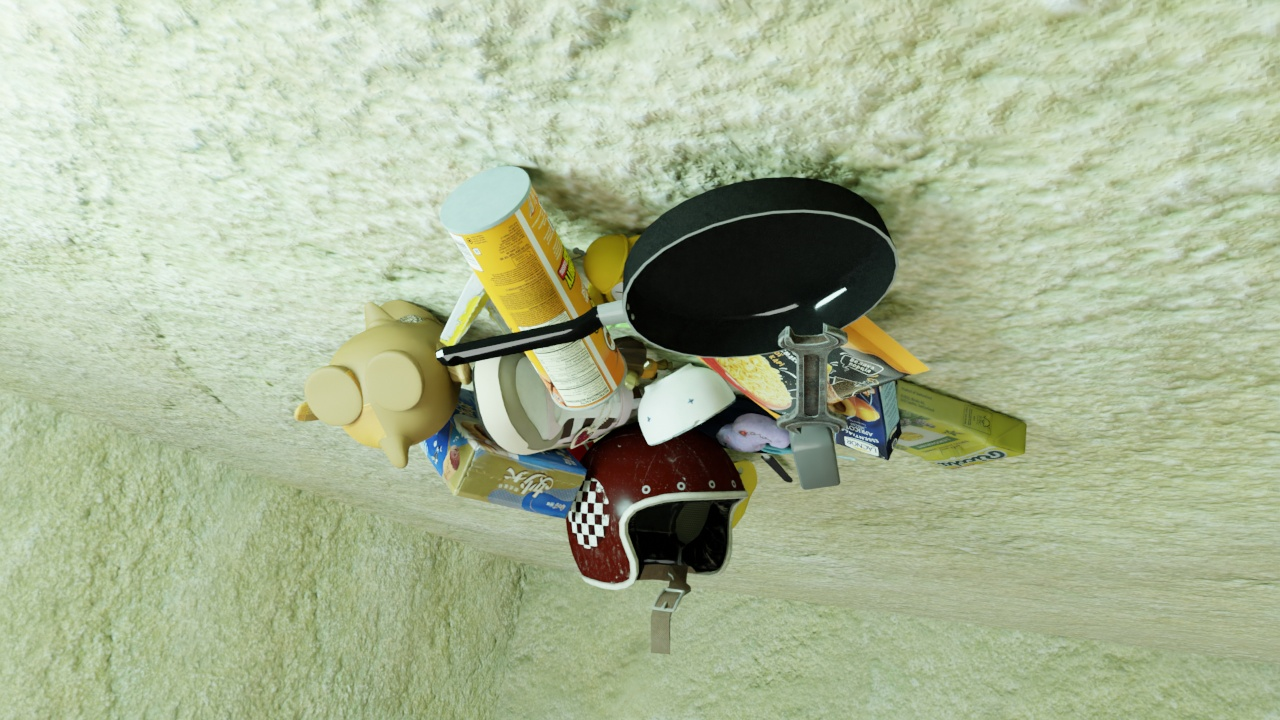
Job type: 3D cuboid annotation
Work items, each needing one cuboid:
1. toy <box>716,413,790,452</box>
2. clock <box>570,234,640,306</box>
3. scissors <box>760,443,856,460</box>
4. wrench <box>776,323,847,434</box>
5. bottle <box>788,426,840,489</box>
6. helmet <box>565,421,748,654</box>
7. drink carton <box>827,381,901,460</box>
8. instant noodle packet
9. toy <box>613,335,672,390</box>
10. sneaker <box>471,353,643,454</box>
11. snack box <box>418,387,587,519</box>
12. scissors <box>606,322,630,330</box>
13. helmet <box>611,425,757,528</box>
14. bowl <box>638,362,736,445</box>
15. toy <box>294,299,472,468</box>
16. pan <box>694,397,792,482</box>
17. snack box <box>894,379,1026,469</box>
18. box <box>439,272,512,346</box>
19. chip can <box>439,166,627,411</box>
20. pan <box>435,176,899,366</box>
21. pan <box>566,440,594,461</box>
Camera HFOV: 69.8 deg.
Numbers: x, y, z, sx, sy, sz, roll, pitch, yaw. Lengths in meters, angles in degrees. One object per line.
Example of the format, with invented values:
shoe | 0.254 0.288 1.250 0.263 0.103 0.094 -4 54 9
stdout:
toy | 0.140 0.094 1.131 0.080 0.036 0.100 17 159 -7
clock | 0.011 -0.068 0.800 0.152 0.052 0.114 7 161 4
scissors | 0.206 0.115 1.189 0.136 0.015 0.135 0 152 36
wrench | 0.154 0.024 0.827 0.070 0.010 0.273 2 159 11
bottle | 0.190 0.074 1.026 0.046 0.083 0.174 -9 150 11
helmet | 0.018 0.201 1.146 0.234 0.253 0.233 -5 172 42
drink carton | 0.224 0.044 0.928 0.064 0.040 0.130 18 150 32
instant noodle packet | 0.136 -0.010 0.859 0.160 0.032 0.221 37 152 -12
toy | -0.006 0.006 1.015 0.100 0.062 0.076 8 145 -34
sneaker | -0.077 0.045 1.043 0.117 0.111 0.293 -15 166 19
snack box | -0.181 0.104 1.122 0.155 0.069 0.203 20 -171 -36
scissors | -0.042 -0.042 0.926 0.171 0.028 0.138 -17 149 26
helmet | 0.044 0.195 1.358 0.240 0.139 0.209 19 168 -6
bowl | 0.045 0.044 1.041 0.113 0.063 0.113 -29 -179 0
toy | -0.266 0.008 1.027 0.199 0.162 0.203 -14 -163 11
pan | 0.158 0.113 1.264 0.199 0.021 0.356 2 158 27
snack box | 0.317 0.075 1.022 0.180 0.045 0.121 18 160 -17
box | -0.143 -0.050 0.892 0.079 0.080 0.210 53 155 0
chip can | -0.082 -0.053 0.765 0.075 0.075 0.215 2 140 27
pan | 0.013 -0.050 0.699 0.356 0.044 0.204 -11 153 9
pan | -0.105 0.113 1.286 0.209 0.067 0.357 48 158 40
